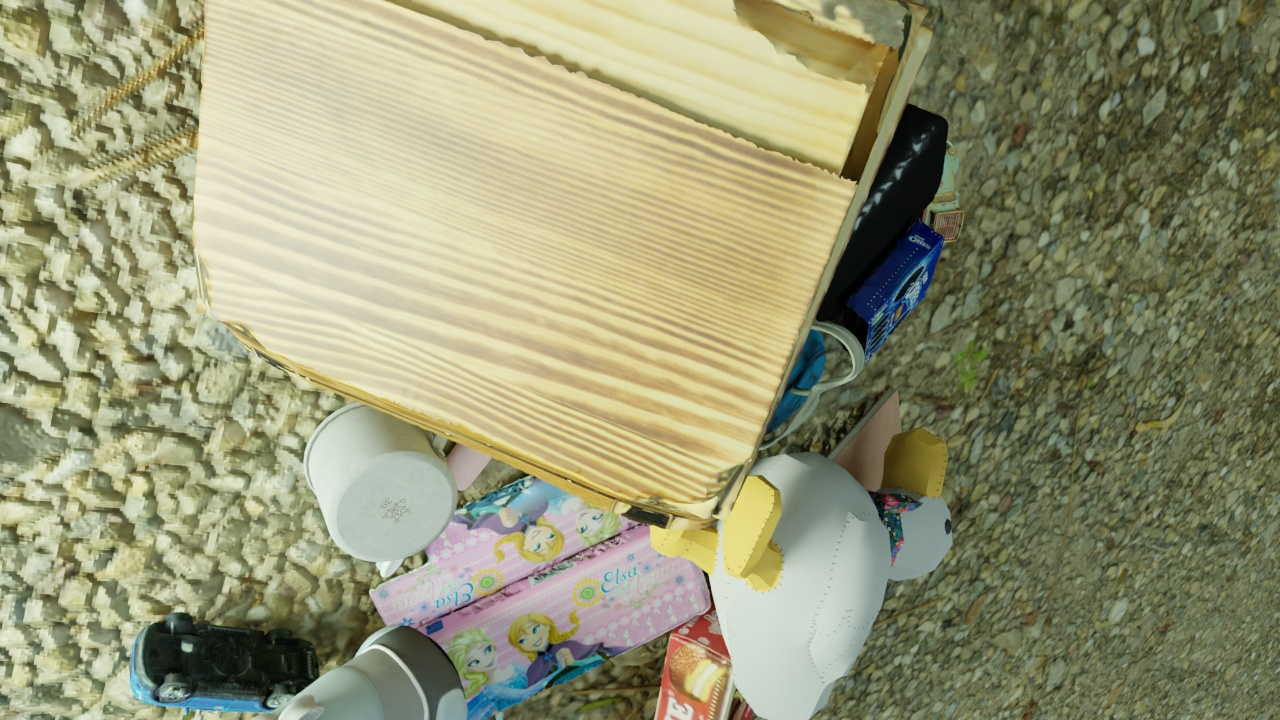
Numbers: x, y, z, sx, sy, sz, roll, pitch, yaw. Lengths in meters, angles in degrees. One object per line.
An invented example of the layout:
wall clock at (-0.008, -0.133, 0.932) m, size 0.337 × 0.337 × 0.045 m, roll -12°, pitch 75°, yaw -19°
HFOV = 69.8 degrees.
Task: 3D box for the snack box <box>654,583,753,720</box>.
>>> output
snack box at (0.059, 0.301, 0.793) m, size 0.112 × 0.060 × 0.237 m, roll -37°, pitch 142°, yaw -53°

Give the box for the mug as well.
mug at (-0.153, 0.065, 0.581) m, size 0.113 × 0.070 × 0.084 m, roll -44°, pitch 128°, yaw -3°

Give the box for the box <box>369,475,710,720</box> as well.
box at (-0.073, 0.164, 0.677) m, size 0.230 × 0.035 × 0.159 m, roll -23°, pitch 110°, yaw -11°

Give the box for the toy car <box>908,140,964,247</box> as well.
toy car at (0.233, -0.119, 0.737) m, size 0.047 × 0.047 × 0.112 m, roll -11°, pitch 121°, yaw -26°

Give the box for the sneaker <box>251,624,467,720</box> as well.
sneaker at (-0.220, 0.296, 0.596) m, size 0.160 × 0.093 × 0.257 m, roll -10°, pitch 132°, yaw -57°

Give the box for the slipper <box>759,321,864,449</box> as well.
slipper at (0.096, 0.016, 0.631) m, size 0.118 × 0.060 × 0.295 m, roll -42°, pitch 159°, yaw -2°

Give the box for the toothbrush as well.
toothbrush at (-0.112, 0.058, 0.630) m, size 0.222 × 0.026 × 0.027 m, roll -52°, pitch 135°, yaw 2°

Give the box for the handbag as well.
handbag at (0.138, -0.115, 0.674) m, size 0.153 × 0.115 × 0.125 m, roll -53°, pitch 152°, yaw -2°

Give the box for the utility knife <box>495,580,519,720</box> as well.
utility knife at (-0.110, 0.248, 0.736) m, size 0.022 × 0.015 × 0.169 m, roll -31°, pitch 134°, yaw -53°

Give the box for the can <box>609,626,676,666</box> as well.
can at (-0.003, 0.206, 0.760) m, size 0.086 × 0.043 × 0.086 m, roll -13°, pitch 120°, yaw -25°

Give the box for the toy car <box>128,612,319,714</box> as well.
toy car at (-0.267, 0.201, 0.589) m, size 0.044 × 0.056 × 0.120 m, roll -41°, pitch 137°, yaw 22°

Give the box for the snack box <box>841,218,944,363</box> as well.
snack box at (0.193, -0.048, 0.712) m, size 0.082 × 0.027 × 0.150 m, roll -47°, pitch 164°, yaw 0°

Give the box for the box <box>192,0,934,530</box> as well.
box at (-0.046, -0.075, 0.428) m, size 0.279 × 0.175 × 0.247 m, roll 22°, pitch 106°, yaw 8°

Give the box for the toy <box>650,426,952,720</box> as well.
toy at (0.135, 0.148, 0.686) m, size 0.267 × 0.141 × 0.246 m, roll 22°, pitch 79°, yaw -36°

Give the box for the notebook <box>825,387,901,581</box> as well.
notebook at (0.207, 0.147, 0.852) m, size 0.141 × 0.008 × 0.209 m, roll -40°, pitch 130°, yaw -32°
